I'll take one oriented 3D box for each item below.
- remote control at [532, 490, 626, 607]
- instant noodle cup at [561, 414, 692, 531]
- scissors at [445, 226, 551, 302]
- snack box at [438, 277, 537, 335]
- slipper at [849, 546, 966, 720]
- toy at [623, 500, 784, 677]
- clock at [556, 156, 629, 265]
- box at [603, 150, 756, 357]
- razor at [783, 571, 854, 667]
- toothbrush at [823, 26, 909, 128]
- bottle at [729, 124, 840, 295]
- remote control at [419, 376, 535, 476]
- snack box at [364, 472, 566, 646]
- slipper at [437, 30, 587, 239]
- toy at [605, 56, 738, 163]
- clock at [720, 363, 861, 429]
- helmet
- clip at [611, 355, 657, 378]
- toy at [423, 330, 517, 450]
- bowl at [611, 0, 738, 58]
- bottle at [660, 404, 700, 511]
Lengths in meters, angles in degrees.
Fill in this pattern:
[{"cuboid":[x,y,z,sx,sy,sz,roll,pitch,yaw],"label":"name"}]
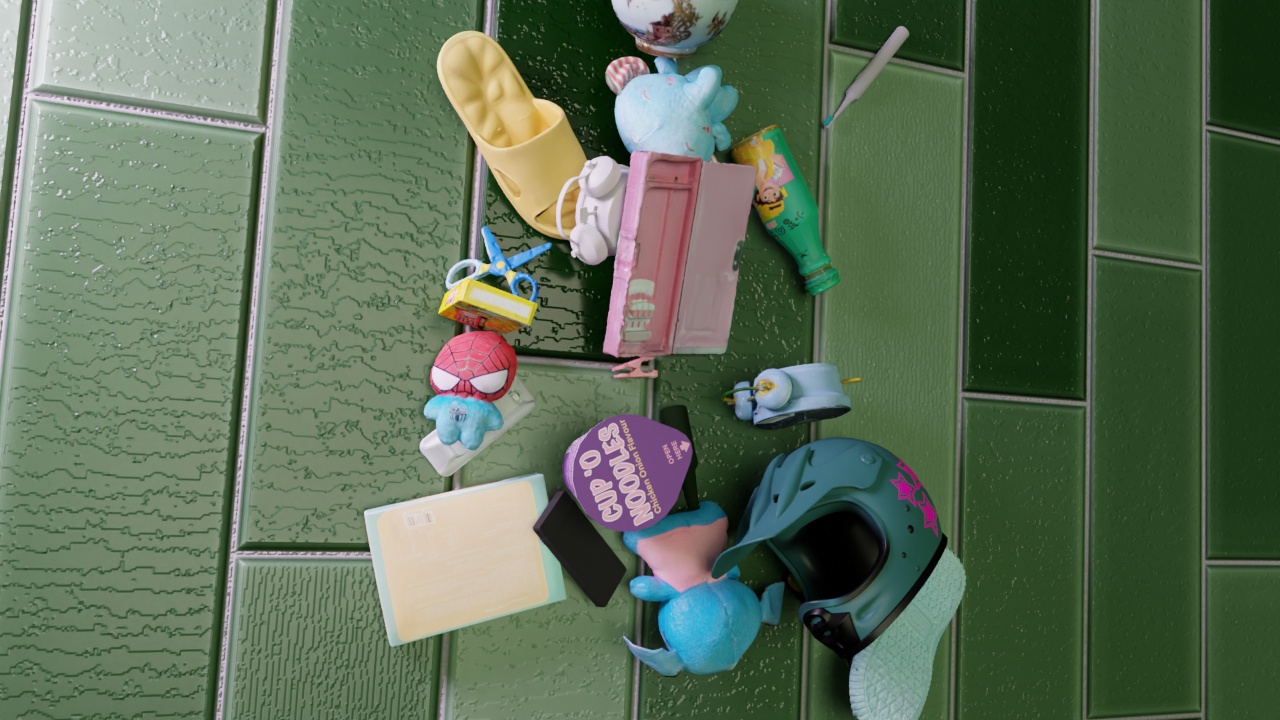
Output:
[{"cuboid":[-0.066,0.211,1.022,0.133,0.013,0.058,57,47,-24],"label":"remote control"},{"cuboid":[-0.026,0.118,1.013,0.136,0.122,0.122,-24,94,-19],"label":"instant noodle cup"},{"cuboid":[-0.155,-0.101,1.014,0.126,0.013,0.125,-22,61,-4],"label":"scissors"},{"cuboid":[-0.163,-0.054,0.961,0.075,0.152,0.025,20,81,-18],"label":"snack box"},{"cuboid":[0.327,0.346,1.153,0.116,0.070,0.275,45,59,-11],"label":"slipper"},{"cuboid":[0.076,0.259,1.062,0.223,0.099,0.191,-12,79,-27],"label":"toy"},{"cuboid":[-0.033,-0.168,1.035,0.159,0.061,0.120,-2,108,-42],"label":"clock"},{"cuboid":[0.045,-0.118,1.057,0.178,0.040,0.233,-1,108,-39],"label":"box"},{"cuboid":[0.225,0.315,1.141,0.144,0.021,0.043,49,55,-11],"label":"razor"},{"cuboid":[0.297,-0.372,1.211,0.019,0.018,0.187,42,75,-14],"label":"toothbrush"},{"cuboid":[0.184,-0.182,1.133,0.068,0.068,0.209,-29,96,-19],"label":"bottle"},{"cuboid":[-0.179,0.071,1.015,0.133,0.022,0.050,-39,99,-17],"label":"remote control"},{"cuboid":[-0.187,0.211,0.992,0.193,0.044,0.141,-11,91,-19],"label":"snack box"},{"cuboid":[-0.130,-0.249,1.024,0.099,0.078,0.263,-38,102,-14],"label":"slipper"},{"cuboid":[0.056,-0.298,1.081,0.180,0.115,0.183,-39,94,-28],"label":"toy"},{"cuboid":[0.174,0.044,1.092,0.161,0.118,0.060,-1,75,-26],"label":"clock"},{"cuboid":[0.213,0.195,1.043,0.200,0.177,0.273,47,45,7],"label":"helmet"},{"cuboid":[-0.003,0.014,1.083,0.059,0.023,0.045,-37,97,-23],"label":"clip"},{"cuboid":[-0.184,0.029,0.988,0.092,0.062,0.132,6,71,9],"label":"toy"},{"cuboid":[0.036,-0.410,1.070,0.159,0.159,0.094,-5,125,-20],"label":"bowl"},{"cuboid":[0.050,0.114,1.068,0.033,0.033,0.122,-4,69,-20],"label":"bottle"}]
